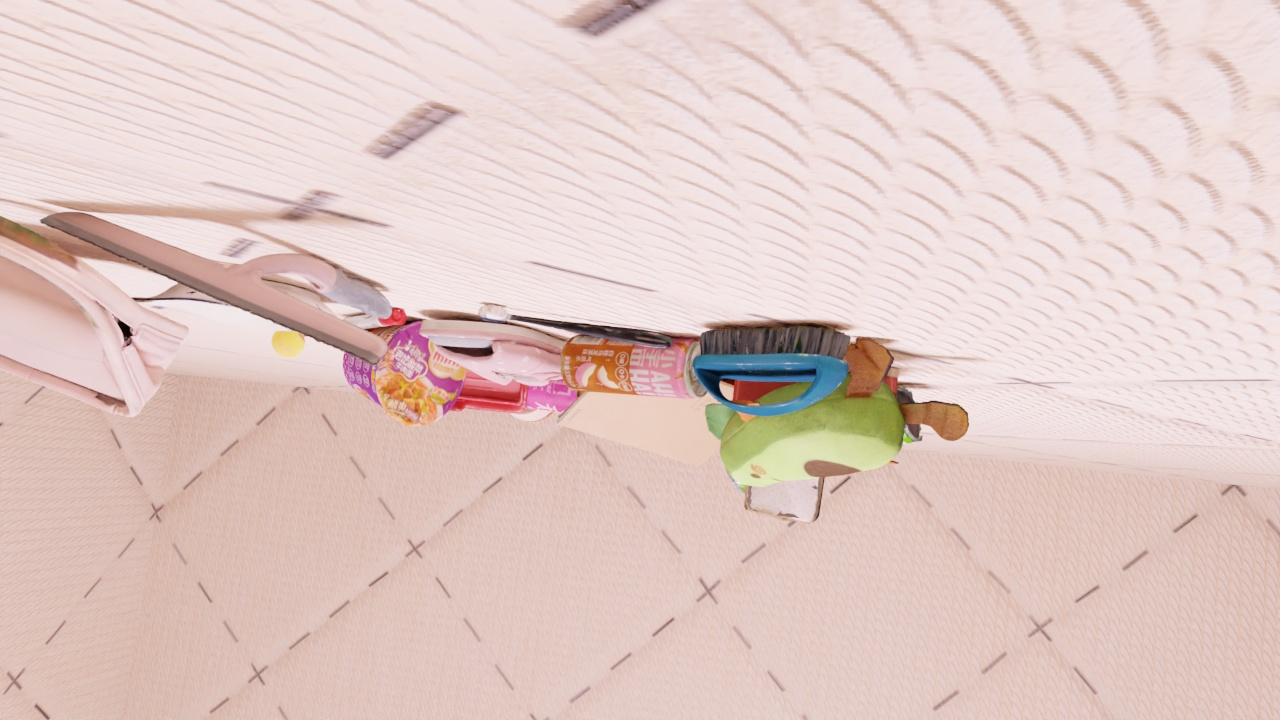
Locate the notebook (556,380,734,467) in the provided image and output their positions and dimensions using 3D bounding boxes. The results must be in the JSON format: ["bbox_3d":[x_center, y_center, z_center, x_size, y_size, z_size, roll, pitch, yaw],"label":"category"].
[{"bbox_3d":[0.030,0.059,1.080,0.211,0.012,0.150,20,133,-30],"label":"notebook"}]

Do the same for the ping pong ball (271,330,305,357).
[{"bbox_3d":[-0.449,-0.024,1.170,0.040,0.040,0.040,6,174,0],"label":"ping pong ball"}]

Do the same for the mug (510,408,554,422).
[{"bbox_3d":[-0.148,0.040,1.324,0.114,0.081,0.106,-20,172,-1],"label":"mug"}]

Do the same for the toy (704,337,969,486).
[{"bbox_3d":[0.165,0.064,0.852,0.226,0.089,0.247,25,147,-29],"label":"toy"}]

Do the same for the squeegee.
[{"bbox_3d":[-0.240,-0.056,0.676,0.248,0.040,0.249,21,-178,10],"label":"squeegee"}]

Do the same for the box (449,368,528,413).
[{"bbox_3d":[-0.242,0.019,1.120,0.201,0.119,0.098,7,-154,2],"label":"box"}]

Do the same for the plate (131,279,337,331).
[{"bbox_3d":[-0.355,-0.051,0.846,0.164,0.034,0.164,5,173,16],"label":"plate"}]

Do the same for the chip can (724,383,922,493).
[{"bbox_3d":[0.216,0.098,1.104,0.237,0.072,0.072,-23,158,33],"label":"chip can"}]

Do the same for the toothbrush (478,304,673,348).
[{"bbox_3d":[-0.055,-0.030,0.822,0.181,0.015,0.018,9,165,-17],"label":"toothbrush"}]

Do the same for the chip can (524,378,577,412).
[{"bbox_3d":[-0.141,0.030,1.212,0.210,0.071,0.071,6,174,5],"label":"chip can"}]

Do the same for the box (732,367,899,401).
[{"bbox_3d":[0.181,0.043,0.963,0.168,0.076,0.091,6,173,13],"label":"box"}]

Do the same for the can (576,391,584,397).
[{"bbox_3d":[-0.013,0.039,1.139,0.075,0.075,0.111,0,172,45],"label":"can"}]

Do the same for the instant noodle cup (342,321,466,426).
[{"bbox_3d":[-0.262,0.006,0.992,0.099,0.111,0.111,13,180,41],"label":"instant noodle cup"}]

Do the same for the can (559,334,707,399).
[{"bbox_3d":[-0.005,0.005,0.895,0.147,0.058,0.057,3,173,31],"label":"can"}]

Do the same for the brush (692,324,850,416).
[{"bbox_3d":[0.102,0.009,0.747,0.144,0.073,0.055,1,164,43],"label":"brush"}]

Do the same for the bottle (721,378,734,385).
[{"bbox_3d":[0.120,0.044,1.130,0.205,0.059,0.060,10,173,-28],"label":"bottle"}]

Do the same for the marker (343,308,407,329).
[{"bbox_3d":[-0.277,-0.041,0.946,0.017,0.017,0.145,11,173,-36],"label":"marker"}]

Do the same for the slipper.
[{"bbox_3d":[-0.128,-0.001,0.986,0.114,0.054,0.274,3,173,32],"label":"slipper"}]

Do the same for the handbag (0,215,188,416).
[{"bbox_3d":[-0.458,-0.050,0.685,0.193,0.093,0.235,24,158,-13],"label":"handbag"}]

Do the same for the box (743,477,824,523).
[{"bbox_3d":[0.170,0.103,1.038,0.090,0.184,0.060,10,179,14],"label":"box"}]
